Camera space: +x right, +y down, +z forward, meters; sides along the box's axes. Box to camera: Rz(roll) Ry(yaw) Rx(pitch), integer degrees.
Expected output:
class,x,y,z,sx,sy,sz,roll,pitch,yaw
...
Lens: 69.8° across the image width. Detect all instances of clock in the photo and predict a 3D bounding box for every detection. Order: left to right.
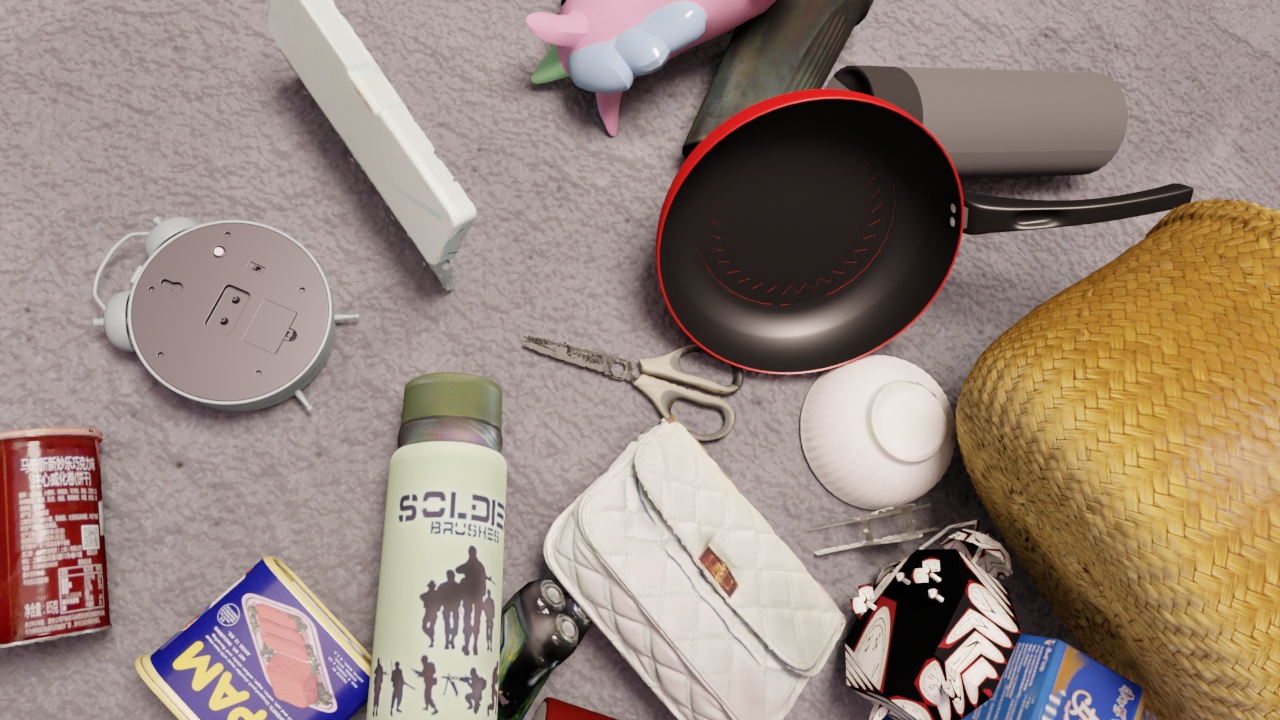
class,x,y,z,sx,sy,sz,roll,pitch,yaw
clock,-0.277,-0.033,0.605,0.159,0.045,0.122,24,74,-5
clock,0.190,0.164,0.616,0.065,0.115,0.154,37,48,-7

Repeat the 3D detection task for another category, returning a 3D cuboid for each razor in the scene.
class,x,y,z,sx,sy,sz,roll,pitch,yaw
razor,-0.084,0.212,0.583,0.054,0.067,0.151,34,78,-24

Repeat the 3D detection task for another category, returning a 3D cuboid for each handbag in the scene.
class,x,y,z,sx,sy,sz,roll,pitch,yaw
handbag,0.042,0.142,0.607,0.195,0.073,0.138,49,47,0

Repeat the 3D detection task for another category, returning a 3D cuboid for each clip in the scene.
class,x,y,z,sx,sy,sz,roll,pitch,yaw
clip,0.177,0.112,0.665,0.101,0.059,0.050,-9,67,-14

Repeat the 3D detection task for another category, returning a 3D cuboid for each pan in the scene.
class,x,y,z,sx,sy,sz,roll,pitch,yaw
pan,0.186,-0.096,0.631,0.356,0.209,0.067,-10,36,1

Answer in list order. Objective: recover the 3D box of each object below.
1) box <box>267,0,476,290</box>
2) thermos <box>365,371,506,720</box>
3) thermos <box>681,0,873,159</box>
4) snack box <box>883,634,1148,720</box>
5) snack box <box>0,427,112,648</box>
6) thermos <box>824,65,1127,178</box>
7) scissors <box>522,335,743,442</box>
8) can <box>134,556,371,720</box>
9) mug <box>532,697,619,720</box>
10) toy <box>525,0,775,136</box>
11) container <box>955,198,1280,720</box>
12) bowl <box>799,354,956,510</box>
class,x,y,z,sx,sy,sz,roll,pitch,yaw
box,-0.178,-0.144,0.601,0.040,0.135,0.197,-32,86,-27
thermos,-0.121,0.121,0.575,0.082,0.082,0.231,3,66,-11
thermos,0.108,-0.239,0.707,0.098,0.098,0.220,27,79,-5
snack box,0.209,0.278,0.582,0.069,0.155,0.202,30,74,-7
snack box,-0.357,0.105,0.545,0.072,0.072,0.121,-7,81,-13
thermos,0.255,-0.182,0.709,0.240,0.082,0.082,-6,79,-22
scissors,-0.005,0.019,0.666,0.171,0.013,0.121,-10,78,-17
can,-0.227,0.191,0.562,0.092,0.057,0.116,-43,89,-18
mug,-0.038,0.276,0.582,0.082,0.073,0.106,21,104,-7
toy,0.029,-0.264,0.655,0.223,0.120,0.170,3,63,34
container,0.344,0.080,0.572,0.196,0.307,0.307,-30,85,1
bowl,0.183,0.049,0.674,0.118,0.062,0.118,2,78,-11
